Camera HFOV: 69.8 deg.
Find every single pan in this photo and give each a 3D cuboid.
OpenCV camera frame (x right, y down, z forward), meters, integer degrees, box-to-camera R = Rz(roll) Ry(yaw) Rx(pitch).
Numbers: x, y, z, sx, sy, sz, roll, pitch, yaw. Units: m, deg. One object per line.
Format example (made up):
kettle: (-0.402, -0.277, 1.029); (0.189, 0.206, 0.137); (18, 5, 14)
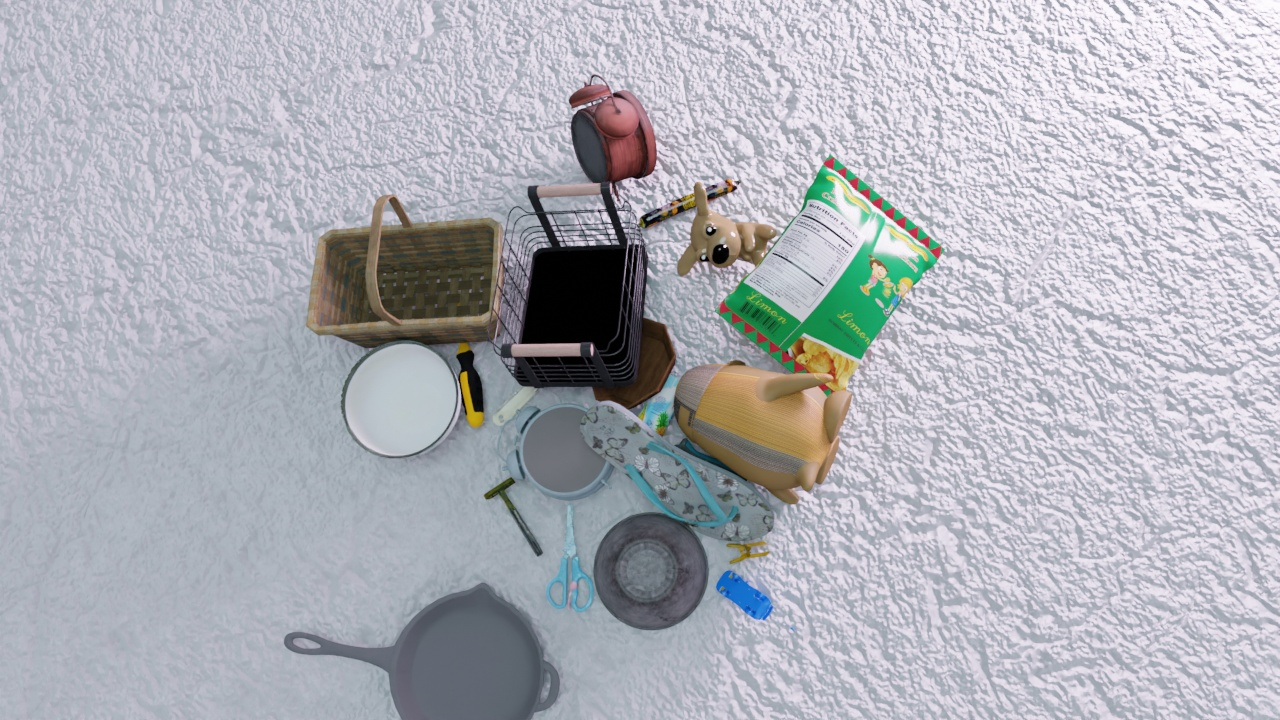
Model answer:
pan: (-0.274, 0.379, 1.145); (0.355, 0.024, 0.216); (8, 78, 7)

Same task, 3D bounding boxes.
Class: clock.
clock: (-0.106, 0.114, 1.179); (0.159, 0.045, 0.122); (11, 78, 6)
clock: (-0.040, -0.302, 1.207); (0.072, 0.158, 0.120); (-24, 47, -20)

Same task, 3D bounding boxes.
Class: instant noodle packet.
instant noodle packet: (0.243, -0.102, 1.160); (0.195, 0.090, 0.252); (37, 83, -7)

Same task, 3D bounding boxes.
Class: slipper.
slipper: (0.037, 0.151, 1.117); (0.269, 0.054, 0.098); (33, 123, -1)

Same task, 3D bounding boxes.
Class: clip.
clip: (0.131, 0.242, 1.133); (0.047, 0.052, 0.039); (-18, 76, 32)

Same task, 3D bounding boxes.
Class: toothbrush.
toothbrush: (-0.234, -0.004, 1.228); (0.031, 0.031, 0.196); (-18, 71, 16)

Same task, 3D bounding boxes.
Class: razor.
razor: (-0.156, 0.205, 1.176); (0.042, 0.026, 0.106); (-33, 81, -5)

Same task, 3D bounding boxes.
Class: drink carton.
drink carton: (0.017, 0.077, 1.176); (0.038, 0.044, 0.128); (26, 83, 10)

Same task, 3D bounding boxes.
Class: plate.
plate: (-0.007, 0.007, 1.179); (0.132, 0.025, 0.131); (-17, 56, 28)

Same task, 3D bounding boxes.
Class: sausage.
sausage: (0.065, -0.215, 1.249); (0.155, 0.020, 0.020); (-23, 76, 0)

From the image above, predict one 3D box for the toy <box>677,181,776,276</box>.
toy: (0.115, -0.158, 1.193); (0.108, 0.134, 0.105); (4, 35, -11)

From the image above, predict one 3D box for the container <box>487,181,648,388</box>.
container: (-0.087, -0.087, 1.148); (0.163, 0.130, 0.240); (-1, 64, 12)

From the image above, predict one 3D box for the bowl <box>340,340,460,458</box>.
bowl: (-0.303, 0.056, 1.196); (0.153, 0.073, 0.153); (-1, 77, 6)

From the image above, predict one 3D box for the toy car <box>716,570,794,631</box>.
toy car: (0.143, 0.300, 1.131); (0.092, 0.062, 0.033); (30, 81, 41)

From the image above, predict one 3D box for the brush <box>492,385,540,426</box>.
brush: (-0.116, 0.007, 1.222); (0.217, 0.012, 0.033); (-45, 77, -4)

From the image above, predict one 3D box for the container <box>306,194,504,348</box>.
container: (-0.299, -0.108, 1.162); (0.250, 0.186, 0.157); (-3, 68, 8)

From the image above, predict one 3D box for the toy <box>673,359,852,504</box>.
toy: (0.140, 0.069, 1.124); (0.203, 0.199, 0.162); (21, 39, 20)

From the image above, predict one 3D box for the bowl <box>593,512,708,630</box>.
bowl: (0.010, 0.257, 1.124); (0.145, 0.067, 0.144); (-1, 77, 5)

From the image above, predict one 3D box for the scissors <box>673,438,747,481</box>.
scissors: (0.071, 0.126, 1.157); (0.137, 0.019, 0.129); (-17, 86, -15)

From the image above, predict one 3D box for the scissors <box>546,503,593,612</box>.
scissors: (-0.092, 0.249, 1.167); (0.063, 0.015, 0.138); (-6, 71, 8)
